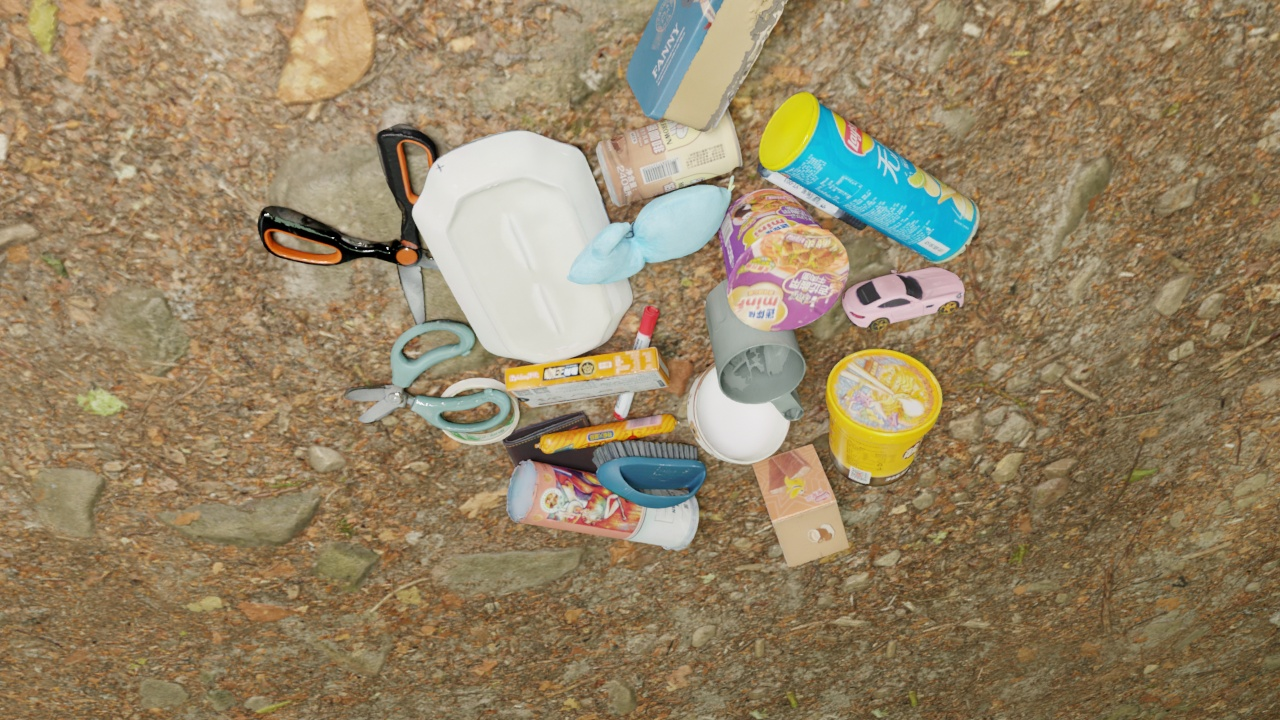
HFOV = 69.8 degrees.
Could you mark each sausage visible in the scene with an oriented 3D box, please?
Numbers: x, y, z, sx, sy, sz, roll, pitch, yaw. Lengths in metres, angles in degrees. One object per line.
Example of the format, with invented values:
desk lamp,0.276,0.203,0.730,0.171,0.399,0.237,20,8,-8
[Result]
sausage,-0.034,0.079,0.997,0.165,0.021,0.021,-9,131,-16

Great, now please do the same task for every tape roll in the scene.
tape roll,-0.171,0.055,0.970,0.085,0.013,0.086,-5,130,-6

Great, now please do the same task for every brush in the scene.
brush,0.015,0.127,1.010,0.143,0.073,0.055,9,138,-37

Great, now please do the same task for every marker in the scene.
marker,0.163,-0.156,0.856,0.130,0.018,0.023,23,113,-27
marker,-0.006,0.006,0.959,0.017,0.017,0.146,5,128,-15

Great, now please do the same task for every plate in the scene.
plate,-0.099,-0.085,0.839,0.162,0.034,0.266,-18,135,1

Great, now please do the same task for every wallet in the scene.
wallet,-0.090,0.114,1.032,0.096,0.020,0.122,-18,132,2

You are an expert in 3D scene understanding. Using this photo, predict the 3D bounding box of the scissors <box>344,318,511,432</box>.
scissors,-0.219,0.014,0.915,0.177,0.019,0.172,2,126,2

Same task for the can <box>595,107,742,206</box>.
can,0.024,-0.176,0.786,0.116,0.058,0.058,-17,130,4

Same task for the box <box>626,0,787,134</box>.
box,0.054,-0.261,0.701,0.062,0.089,0.185,13,124,-29

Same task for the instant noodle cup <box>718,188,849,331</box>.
instant noodle cup,0.124,-0.099,0.843,0.111,0.099,0.112,-5,129,-6

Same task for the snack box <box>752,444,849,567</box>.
snack box,0.189,0.171,1.082,0.077,0.094,0.093,-19,130,5

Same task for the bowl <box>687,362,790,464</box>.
bowl,0.097,0.054,0.976,0.113,0.113,0.062,10,170,-18

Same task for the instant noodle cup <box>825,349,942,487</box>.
instant noodle cup,0.258,0.069,1.001,0.118,0.118,0.115,-8,138,-4

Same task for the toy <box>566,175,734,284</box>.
toy,0.016,-0.112,0.805,0.156,0.050,0.161,-33,169,18

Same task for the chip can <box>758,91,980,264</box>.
chip can,0.209,-0.160,0.827,0.210,0.071,0.071,23,122,-27

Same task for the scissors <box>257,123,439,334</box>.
scissors,-0.220,-0.113,0.820,0.233,0.021,0.221,9,132,-19

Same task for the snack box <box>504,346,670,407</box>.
snack box,-0.052,0.018,0.918,0.154,0.026,0.075,-9,164,9

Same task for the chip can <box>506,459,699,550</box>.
chip can,-0.040,0.164,1.032,0.214,0.071,0.071,15,125,-30

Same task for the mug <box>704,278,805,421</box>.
mug,0.119,-0.011,0.909,0.084,0.103,0.124,-27,134,18

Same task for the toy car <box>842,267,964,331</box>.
toy car,0.265,-0.066,0.925,0.122,0.056,0.037,-13,137,0
